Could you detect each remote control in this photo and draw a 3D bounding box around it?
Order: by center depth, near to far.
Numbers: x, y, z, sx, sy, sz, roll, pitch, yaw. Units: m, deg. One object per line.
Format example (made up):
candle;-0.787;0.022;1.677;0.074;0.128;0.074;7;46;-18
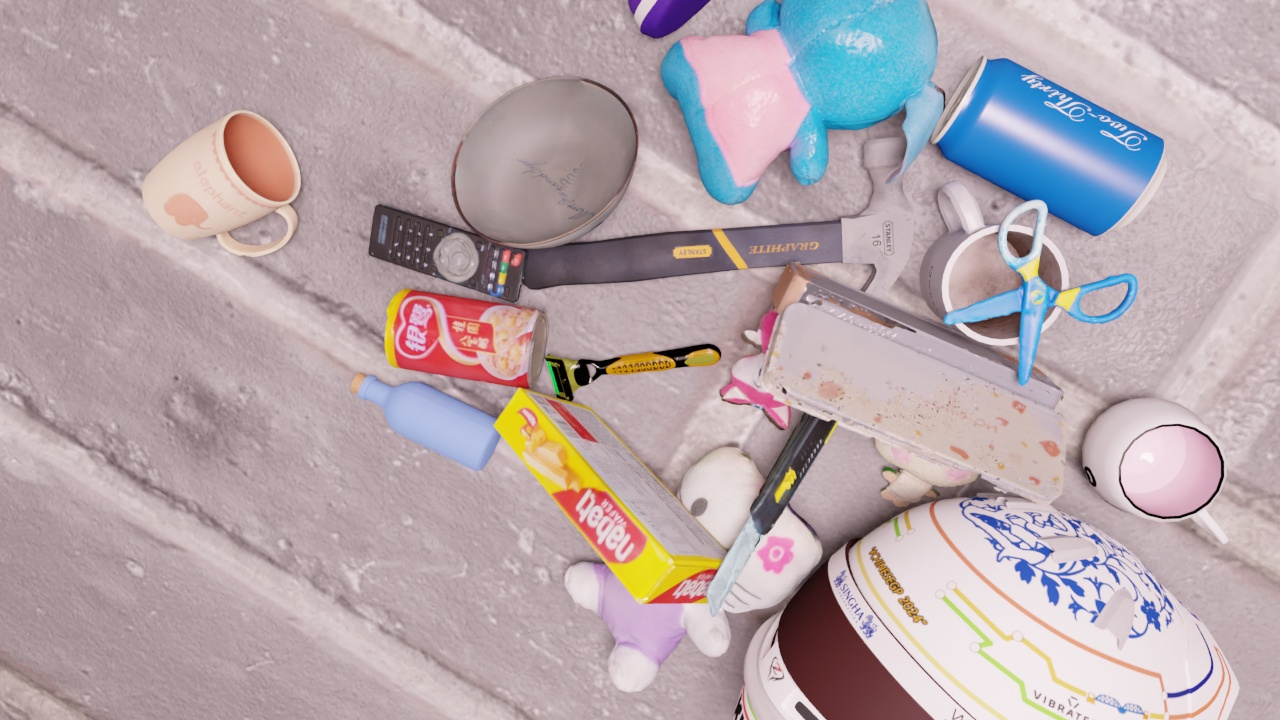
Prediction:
remote control;-0.159;-0.089;0.756;0.140;0.021;0.045;19;109;14

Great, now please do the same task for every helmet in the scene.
helmet;0.240;0.210;0.642;0.314;0.230;0.236;15;111;-17

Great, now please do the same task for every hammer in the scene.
hammer;0.055;-0.094;0.731;0.313;0.035;0.139;-3;101;9

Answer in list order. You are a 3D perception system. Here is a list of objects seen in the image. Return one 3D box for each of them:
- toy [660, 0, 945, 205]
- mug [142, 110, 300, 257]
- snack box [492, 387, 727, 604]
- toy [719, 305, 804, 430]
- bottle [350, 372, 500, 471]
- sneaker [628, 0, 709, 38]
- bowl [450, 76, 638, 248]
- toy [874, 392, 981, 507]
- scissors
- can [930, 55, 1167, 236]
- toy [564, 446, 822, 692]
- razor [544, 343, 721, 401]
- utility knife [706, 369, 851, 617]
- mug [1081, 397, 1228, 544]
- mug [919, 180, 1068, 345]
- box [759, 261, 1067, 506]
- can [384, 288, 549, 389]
toy;0.109;-0.218;0.661;0.192;0.099;0.224;-24;83;13
mug;-0.341;-0.136;0.762;0.104;0.085;0.111;-19;125;20
snack box;-0.021;0.101;0.696;0.200;0.092;0.042;43;104;35
toy;0.103;0.008;0.723;0.065;0.050;0.103;17;120;-1
bottle;-0.185;0.046;0.780;0.131;0.048;0.048;25;102;3
sneaker;0.047;-0.361;0.659;0.111;0.091;0.244;38;104;6
bowl;-0.068;-0.144;0.717;0.151;0.057;0.150;-6;69;15
toy;0.228;0.069;0.727;0.087;0.050;0.112;21;96;4
scissors;0.266;-0.048;0.617;0.125;0.014;0.130;-16;93;9
can;0.293;-0.154;0.662;0.146;0.078;0.079;29;102;3
toy;0.045;0.171;0.743;0.210;0.085;0.137;-42;60;19
razor;-0.005;0.004;0.760;0.144;0.021;0.044;-8;123;9
utility knife;0.107;0.091;0.686;0.029;0.020;0.233;48;60;-22
mug;0.393;0.086;0.689;0.090;0.076;0.124;-41;92;12
mug;0.248;-0.075;0.672;0.083;0.096;0.119;-24;95;11
box;0.193;0.009;0.648;0.216;0.156;0.071;23;136;-3
can;-0.141;-0.018;0.753;0.124;0.066;0.067;9;100;6
